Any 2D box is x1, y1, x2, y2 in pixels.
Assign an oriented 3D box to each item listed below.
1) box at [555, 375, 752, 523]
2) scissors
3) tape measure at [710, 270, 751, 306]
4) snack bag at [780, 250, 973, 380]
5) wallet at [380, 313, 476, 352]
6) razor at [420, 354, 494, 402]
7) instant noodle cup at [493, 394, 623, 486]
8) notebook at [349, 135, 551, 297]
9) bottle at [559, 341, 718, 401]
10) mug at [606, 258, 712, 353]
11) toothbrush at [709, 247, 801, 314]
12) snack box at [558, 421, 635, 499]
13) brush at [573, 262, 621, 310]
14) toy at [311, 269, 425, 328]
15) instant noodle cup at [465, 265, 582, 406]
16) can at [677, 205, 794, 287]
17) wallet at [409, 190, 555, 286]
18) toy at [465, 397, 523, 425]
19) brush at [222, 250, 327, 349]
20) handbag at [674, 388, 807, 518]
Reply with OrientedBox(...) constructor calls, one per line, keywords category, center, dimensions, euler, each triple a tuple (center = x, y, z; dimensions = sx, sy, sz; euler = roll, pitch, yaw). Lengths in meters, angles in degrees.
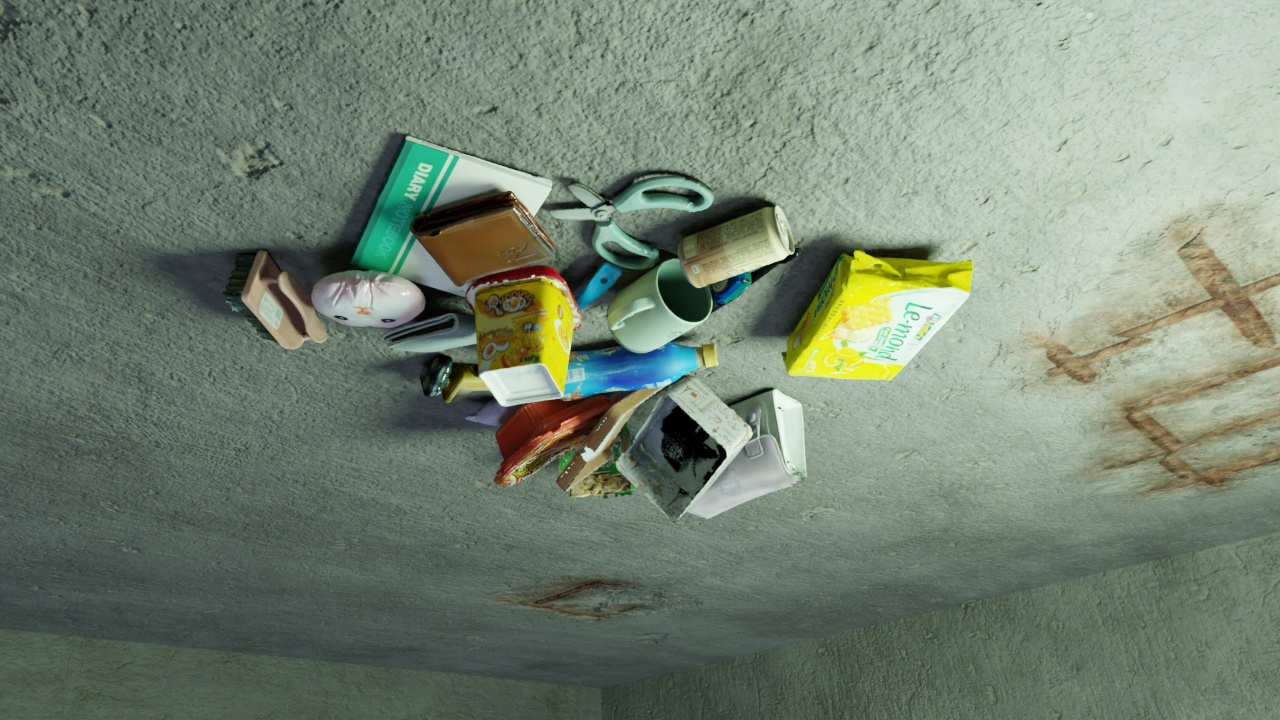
OrientedBox(category="box", center=(0.025, 0.138, 1.287), dimensions=(0.197, 0.157, 0.181), euler=(-29, 160, -52))
OrientedBox(category="scissors", center=(0.002, -0.154, 0.967), dimensions=(0.182, 0.019, 0.170), euler=(-18, 148, 26))
OrientedBox(category="tape measure", center=(0.104, -0.096, 1.048), dimensions=(0.025, 0.054, 0.058), euler=(15, 147, -26))
OrientedBox(category="snack bag", center=(0.281, -0.055, 1.134), dimensions=(0.158, 0.068, 0.247), euler=(3, 151, -11))
OrientedBox(category="wallet", center=(-0.237, -0.035, 1.104), dimensions=(0.107, 0.037, 0.129), euler=(-11, 175, 15))
OrientedBox(category="razor", center=(-0.211, 0.025, 1.241), dimensions=(0.167, 0.062, 0.068), euler=(1, 120, -21))
OrientedBox(category="instant noodle cup", center=(-0.126, 0.095, 1.298), dimensions=(0.164, 0.079, 0.189), euler=(-24, 169, -40))
OrientedBox(category="notebook", center=(-0.203, -0.141, 0.956), dimensions=(0.150, 0.012, 0.210), euler=(14, 144, -25))
OrientedBox(category="bottle", center=(-0.007, 0.007, 1.214), dimensions=(0.219, 0.065, 0.065), euler=(-9, 151, 7))
OrientedBox(category="mug", center=(0.008, -0.057, 1.059), dimensions=(0.111, 0.082, 0.107), euler=(-16, 171, -44))
OrientedBox(category="toothbrush", center=(0.107, -0.083, 1.105), dimensions=(0.213, 0.026, 0.027), euler=(-30, 177, 37))
OrientedBox(category="snack box", center=(-0.061, 0.163, 1.464), dimensions=(0.118, 0.117, 0.105), euler=(-8, 164, 12))
OrientedBox(category="brush", center=(-0.102, -0.046, 1.122), dimensions=(0.083, 0.045, 0.255), euler=(22, 142, -27))
OrientedBox(category="toy", center=(-0.304, -0.063, 1.037), dimensions=(0.121, 0.054, 0.160), euler=(3, 169, -11))
OrientedBox(category="instant noodle cup", center=(-0.129, -0.024, 1.016), dimensions=(0.116, 0.123, 0.116), euler=(-9, 146, 10))
OrientedBox(category="can", center=(0.103, -0.123, 0.994), dimensions=(0.116, 0.058, 0.058), euler=(-17, 149, 24))
OrientedBox(category="wallet", center=(-0.161, -0.122, 0.948), dimensions=(0.125, 0.032, 0.101), euler=(-13, 149, 17))
OrientedBox(category="toy", center=(-0.189, 0.067, 1.328), dimensions=(0.108, 0.039, 0.083), euler=(-32, 156, 33))
OrientedBox(category="brush", center=(-0.407, -0.059, 1.039), dimensions=(0.073, 0.063, 0.146), euler=(5, 153, 5))
OrientedBox(category="handbag", center=(0.150, 0.145, 1.405), dimensions=(0.198, 0.144, 0.098), euler=(-26, 147, 34))
